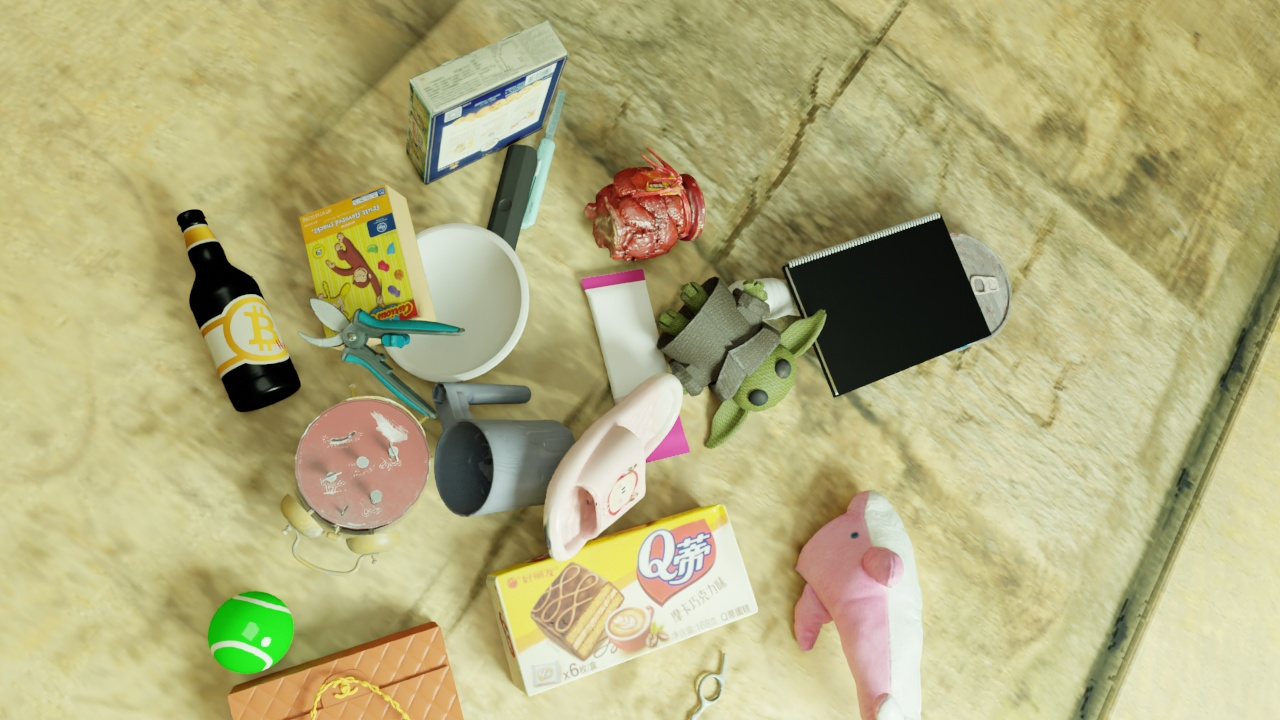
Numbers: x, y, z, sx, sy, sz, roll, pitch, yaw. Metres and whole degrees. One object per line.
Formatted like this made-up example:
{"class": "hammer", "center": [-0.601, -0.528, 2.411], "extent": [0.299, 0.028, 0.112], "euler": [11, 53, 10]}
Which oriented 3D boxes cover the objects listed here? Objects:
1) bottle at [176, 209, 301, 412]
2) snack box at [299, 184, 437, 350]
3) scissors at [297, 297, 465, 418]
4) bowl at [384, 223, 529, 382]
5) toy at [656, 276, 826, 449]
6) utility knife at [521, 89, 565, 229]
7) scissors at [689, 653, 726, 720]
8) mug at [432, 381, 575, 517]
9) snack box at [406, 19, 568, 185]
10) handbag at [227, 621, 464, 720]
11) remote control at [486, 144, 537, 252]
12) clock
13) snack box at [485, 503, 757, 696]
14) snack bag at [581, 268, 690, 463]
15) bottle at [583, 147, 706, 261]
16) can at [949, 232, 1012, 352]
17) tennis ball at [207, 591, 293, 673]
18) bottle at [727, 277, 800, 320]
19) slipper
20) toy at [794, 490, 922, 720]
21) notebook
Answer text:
{"class": "bottle", "center": [-0.361, -0.048, 0.805], "extent": [0.059, 0.059, 0.181], "euler": [-24, 86, -21]}
{"class": "snack box", "center": [-0.247, -0.082, 0.833], "extent": [0.088, 0.040, 0.125], "euler": [-18, 79, 9]}
{"class": "scissors", "center": [-0.219, -0.004, 0.793], "extent": [0.155, 0.019, 0.124], "euler": [-11, 98, 10]}
{"class": "bowl", "center": [-0.171, -0.051, 0.859], "extent": [0.150, 0.043, 0.149], "euler": [-2, 82, 10]}
{"class": "toy", "center": [0.088, -0.012, 0.913], "extent": [0.152, 0.078, 0.179], "euler": [39, 93, -12]}
{"class": "utility knife", "center": [-0.100, -0.209, 0.948], "extent": [0.022, 0.015, 0.165], "euler": [8, 72, 18]}
{"class": "scissors", "center": [0.045, 0.359, 0.866], "extent": [0.141, 0.014, 0.174], "euler": [40, 68, -9]}
{"class": "mug", "center": [-0.124, 0.075, 0.825], "extent": [0.103, 0.084, 0.124], "euler": [2, 57, -48]}
{"class": "snack box", "center": [-0.149, -0.241, 0.868], "extent": [0.144, 0.145, 0.042], "euler": [-32, 87, -21]}
{"class": "handbag", "center": [-0.240, 0.301, 0.767], "extent": [0.171, 0.060, 0.109], "euler": [-14, 86, -20]}
{"class": "remote control", "center": [-0.134, -0.147, 0.915], "extent": [0.033, 0.015, 0.146], "euler": [8, 74, 12]}
{"class": "clock", "center": [-0.246, 0.106, 0.794], "extent": [0.117, 0.081, 0.158], "euler": [22, 72, -12]}
{"class": "snack box", "center": [-0.017, 0.216, 0.853], "extent": [0.230, 0.062, 0.110], "euler": [-14, 82, -19]}
{"class": "snack bag", "center": [-0.006, 0.005, 0.927], "extent": [0.070, 0.016, 0.196], "euler": [-12, 82, -22]}
{"class": "bottle", "center": [0.004, -0.154, 0.925], "extent": [0.111, 0.099, 0.099], "euler": [-13, 82, -24]}
{"class": "can", "center": [0.354, -0.077, 1.043], "extent": [0.130, 0.044, 0.130], "euler": [4, 77, -17]}
{"class": "tennis ball", "center": [-0.320, 0.223, 0.754], "extent": [0.065, 0.065, 0.065], "euler": [4, 77, -17]}
{"class": "bottle", "center": [0.139, -0.066, 0.973], "extent": [0.136, 0.044, 0.044], "euler": [-6, 80, -19]}
{"class": "slipper", "center": [-0.019, 0.095, 0.828], "extent": [0.056, 0.107, 0.220], "euler": [22, 46, 22]}
{"class": "toy", "center": [0.209, 0.252, 0.889], "extent": [0.128, 0.187, 0.265], "euler": [-12, 53, 17]}
{"class": "notebook", "center": [0.265, -0.064, 0.979], "extent": [0.206, 0.016, 0.149], "euler": [-19, 85, -20]}
